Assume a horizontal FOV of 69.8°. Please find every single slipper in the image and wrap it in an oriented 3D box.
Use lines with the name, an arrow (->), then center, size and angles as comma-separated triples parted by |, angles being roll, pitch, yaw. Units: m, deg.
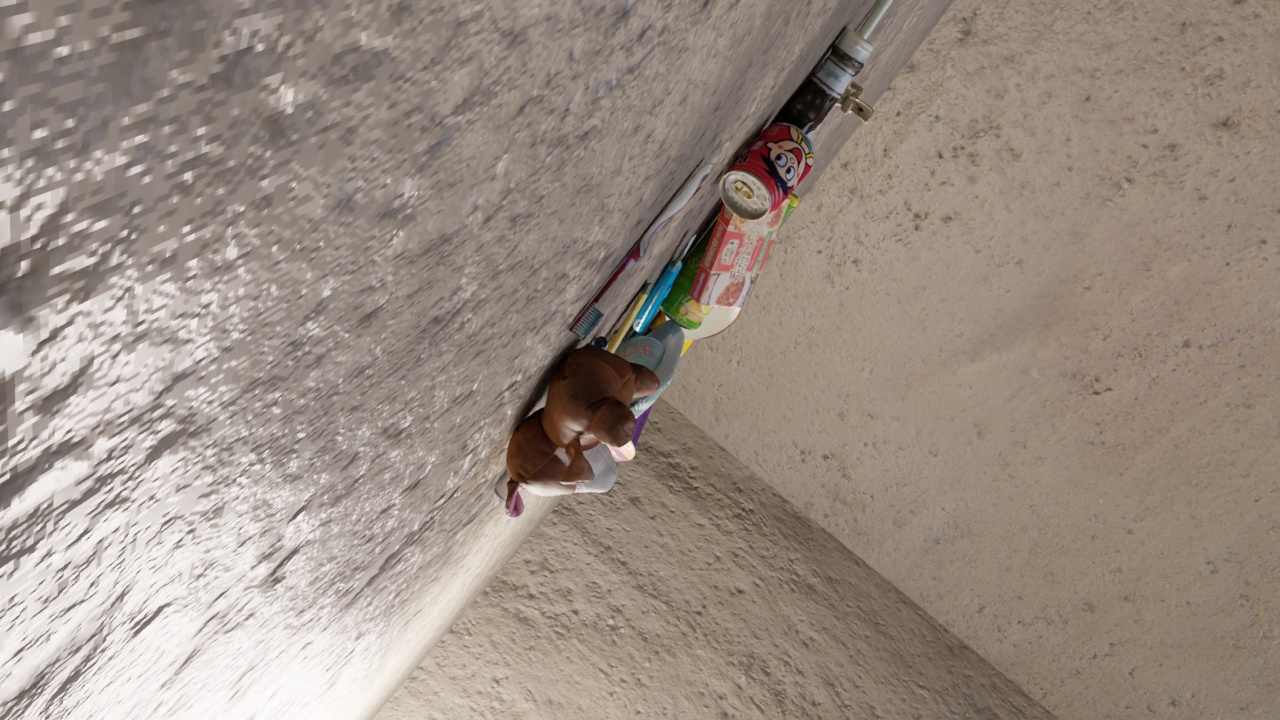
slipper -> -0.007, 0.007, 1.151 | 0.104, 0.074, 0.244 | -38, -169, 30

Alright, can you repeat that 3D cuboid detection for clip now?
clip -> 0.247, -0.328, 1.139 | 0.035, 0.081, 0.104 | -61, -173, 29

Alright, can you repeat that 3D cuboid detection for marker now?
marker -> -0.059, 0.007, 1.017 | 0.022, 0.018, 0.131 | -61, -177, -32

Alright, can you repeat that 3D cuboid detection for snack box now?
snack box -> 0.119, -0.136, 1.112 | 0.075, 0.025, 0.153 | 1, 123, -32

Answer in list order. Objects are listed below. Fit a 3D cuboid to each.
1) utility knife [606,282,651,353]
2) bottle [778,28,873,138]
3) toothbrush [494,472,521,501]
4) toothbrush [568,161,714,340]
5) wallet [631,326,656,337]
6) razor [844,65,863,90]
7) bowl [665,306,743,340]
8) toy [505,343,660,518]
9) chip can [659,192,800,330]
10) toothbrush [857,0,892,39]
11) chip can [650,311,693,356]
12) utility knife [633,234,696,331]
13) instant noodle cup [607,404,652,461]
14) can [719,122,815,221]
utility knife -> -0.033, -0.011, 1.055 | 0.195, 0.020, 0.030 | -63, 178, 23
bottle -> 0.181, -0.270, 1.010 | 0.195, 0.044, 0.079 | -54, 176, 26
toothbrush -> -0.105, 0.083, 1.119 | 0.221, 0.026, 0.026 | -52, -158, 12
toothbrush -> 0.003, -0.093, 0.777 | 0.187, 0.017, 0.016 | -50, 177, 2
wallet -> -0.026, 0.009, 1.303 | 0.107, 0.040, 0.132 | -48, 179, 37
razor -> 0.228, -0.318, 1.126 | 0.042, 0.022, 0.143 | -51, -174, -36
bowl -> 0.084, -0.089, 1.307 | 0.114, 0.113, 0.062 | -53, -142, 31
toy -> -0.064, 0.076, 0.914 | 0.200, 0.130, 0.139 | -42, -172, 33
chip can -> 0.107, -0.139, 1.172 | 0.221, 0.072, 0.072 | -52, 176, 13
toothbrush -> 0.235, -0.351, 1.076 | 0.190, 0.020, 0.029 | -53, -178, 16
chip can -> 0.085, -0.088, 1.399 | 0.214, 0.072, 0.071 | -54, 175, 34
utility knife -> 0.031, -0.094, 1.103 | 0.034, 0.018, 0.207 | -48, 175, -31
instant noodle cup -> -0.038, 0.086, 1.439 | 0.099, 0.111, 0.112 | -60, -179, -31
can -> 0.130, -0.194, 0.946 | 0.093, 0.066, 0.067 | -48, 176, -32
